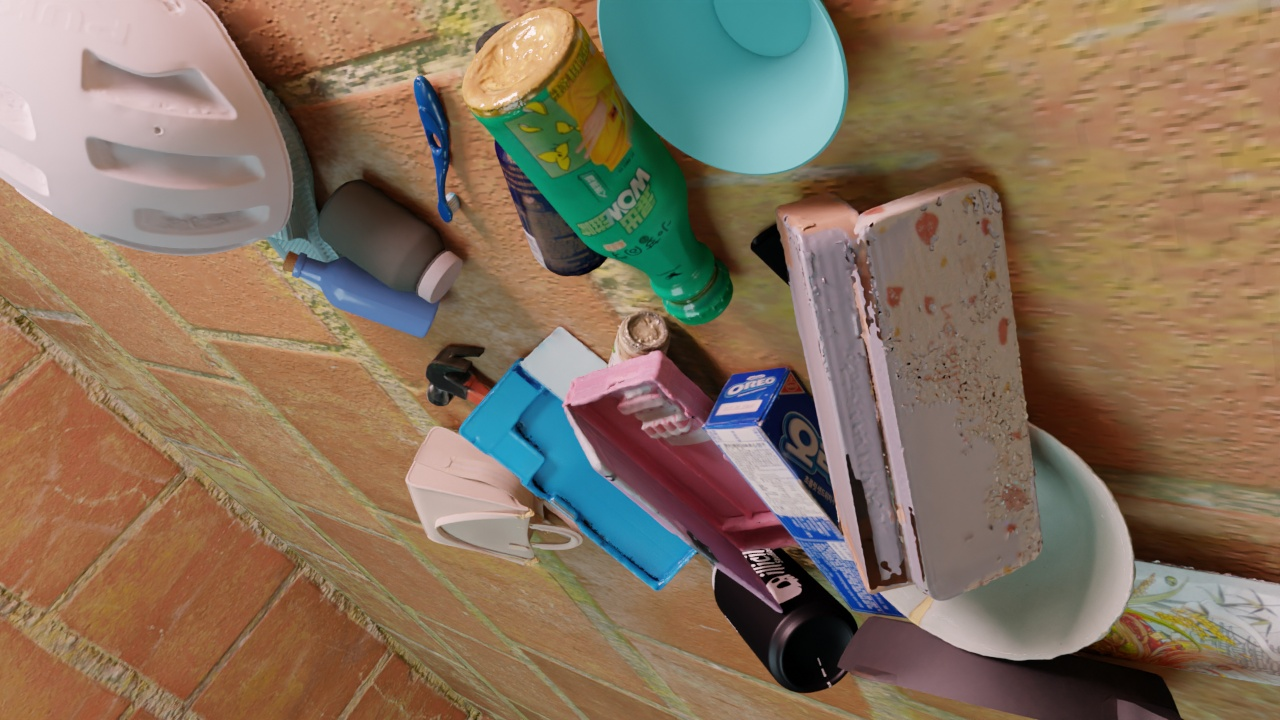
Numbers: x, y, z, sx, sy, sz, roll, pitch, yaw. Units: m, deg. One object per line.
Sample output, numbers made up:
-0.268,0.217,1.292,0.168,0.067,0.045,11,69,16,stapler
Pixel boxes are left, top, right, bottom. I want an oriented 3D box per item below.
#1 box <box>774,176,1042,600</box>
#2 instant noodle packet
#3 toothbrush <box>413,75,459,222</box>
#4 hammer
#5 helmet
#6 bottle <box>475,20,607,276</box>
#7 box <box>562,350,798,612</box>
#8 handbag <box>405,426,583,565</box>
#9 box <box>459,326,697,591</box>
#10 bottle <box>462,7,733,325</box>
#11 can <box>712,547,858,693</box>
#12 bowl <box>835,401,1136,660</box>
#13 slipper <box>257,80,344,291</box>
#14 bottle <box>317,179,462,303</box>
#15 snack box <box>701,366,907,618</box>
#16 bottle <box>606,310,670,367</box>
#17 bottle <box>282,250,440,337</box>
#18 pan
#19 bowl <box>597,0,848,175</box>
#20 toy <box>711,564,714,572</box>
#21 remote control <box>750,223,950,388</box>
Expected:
0.130,0.016,0.487,0.108,0.094,0.216,25,135,60,box
0.328,0.164,0.562,0.270,0.057,0.147,4,146,41,instant noodle packet
-0.142,-0.146,0.643,0.021,0.016,0.132,27,148,15,toothbrush
-0.070,0.093,0.914,0.333,0.033,0.133,34,151,1,hammer
-0.384,-0.190,0.680,0.282,0.183,0.225,34,149,-12,helmet
-0.055,-0.120,0.544,0.056,0.056,0.161,20,148,26,bottle
0.041,0.104,0.685,0.100,0.098,0.232,-18,133,36,box
-0.161,0.177,1.086,0.198,0.101,0.195,18,149,7,handbag
-0.021,0.083,0.831,0.243,0.063,0.175,40,122,-9,box
-0.009,-0.091,0.506,0.068,0.068,0.209,11,156,38,bottle
0.120,0.214,0.786,0.080,0.080,0.146,47,176,-20,can
0.209,0.090,0.554,0.174,0.067,0.174,22,128,31,bowl
-0.327,-0.139,0.800,0.116,0.069,0.277,27,151,22,slipper
-0.200,-0.094,0.736,0.108,0.060,0.060,35,152,2,bottle
0.134,0.102,0.675,0.060,0.059,0.226,-7,132,48,snack box
-0.004,0.004,0.693,0.042,0.042,0.110,32,151,7,bottle
-0.243,-0.063,0.796,0.131,0.048,0.048,21,156,-19,bottle
0.286,0.215,0.597,0.248,0.043,0.357,17,166,-22,pan
0.044,-0.146,0.408,0.121,0.046,0.121,27,150,16,bowl
0.095,0.209,0.893,0.065,0.050,0.103,31,147,19,toy
0.124,-0.027,0.530,0.140,0.021,0.046,40,153,-11,remote control
